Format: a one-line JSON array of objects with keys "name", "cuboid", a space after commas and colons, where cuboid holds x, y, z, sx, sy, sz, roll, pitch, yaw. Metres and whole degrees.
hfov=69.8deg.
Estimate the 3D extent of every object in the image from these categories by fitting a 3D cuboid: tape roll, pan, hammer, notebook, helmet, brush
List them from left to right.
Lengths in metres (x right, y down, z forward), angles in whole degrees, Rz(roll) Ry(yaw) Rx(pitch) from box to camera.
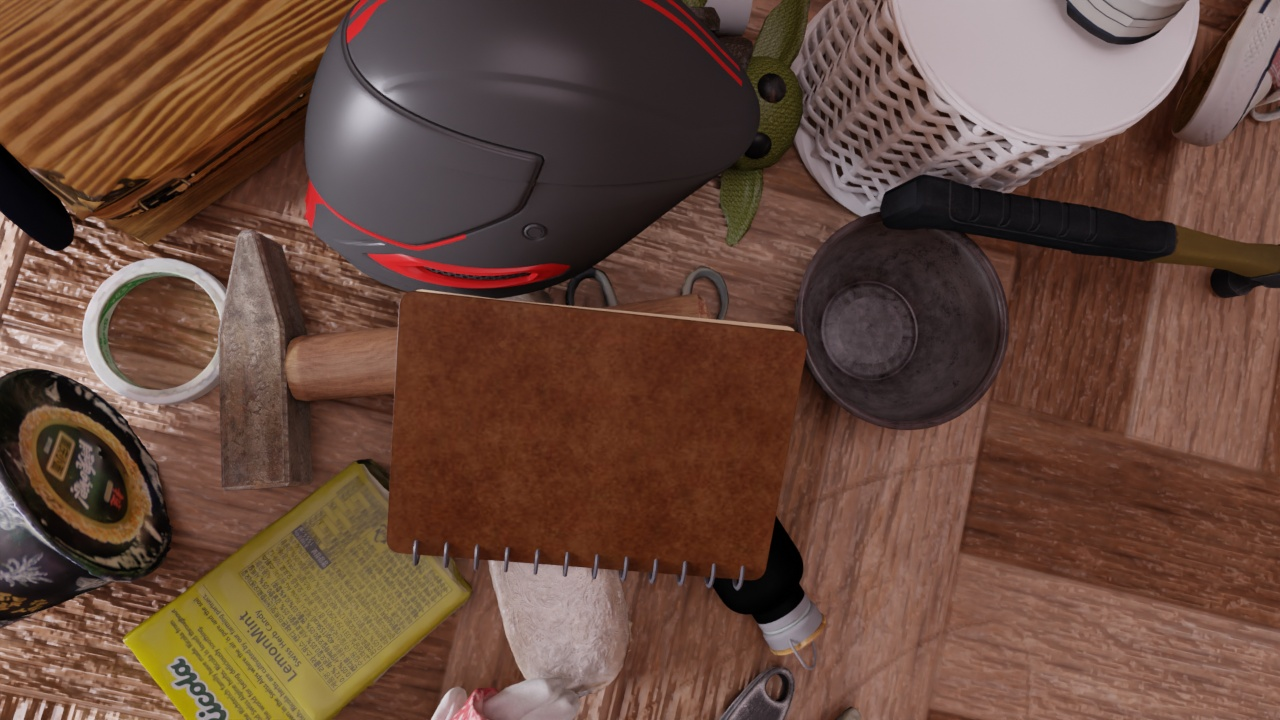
[{"name": "pan", "cuboid": [-0.406, -0.195, 0.447, 0.021, 0.357, 0.199, -40, 51, -15]}, {"name": "tape roll", "cuboid": [-0.309, -0.018, 0.596, 0.094, 0.018, 0.093, 1, 84, -7]}, {"name": "hammer", "cuboid": [-0.106, -0.011, 0.558, 0.301, 0.037, 0.158, -5, 84, 4]}, {"name": "helmet", "cuboid": [-0.066, -0.140, 0.502, 0.264, 0.170, 0.164, -1, 54, -3]}, {"name": "brush", "cuboid": [-0.065, 0.082, 0.597, 0.083, 0.057, 0.271, -13, 85, -3]}, {"name": "notebook", "cuboid": [-0.028, 0.051, 0.533, 0.225, 0.024, 0.167, 6, 107, -6]}, {"name": "pan", "cuboid": [-0.011, 0.345, 0.586, 0.187, 0.055, 0.356, 40, 69, -2]}, {"name": "hammer", "cuboid": [0.316, -0.081, 0.600, 0.332, 0.118, 0.025, 6, 82, -17]}]

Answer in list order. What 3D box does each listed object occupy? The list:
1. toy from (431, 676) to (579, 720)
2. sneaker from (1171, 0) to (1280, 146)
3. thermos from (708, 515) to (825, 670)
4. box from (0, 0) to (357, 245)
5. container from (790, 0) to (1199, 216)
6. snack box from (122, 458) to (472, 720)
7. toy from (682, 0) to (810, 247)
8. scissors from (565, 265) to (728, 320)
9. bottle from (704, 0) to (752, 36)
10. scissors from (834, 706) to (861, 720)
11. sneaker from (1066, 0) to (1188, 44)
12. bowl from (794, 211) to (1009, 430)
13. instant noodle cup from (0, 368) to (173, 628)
[{"name": "toy", "cuboid": [-0.115, 0.260, 0.541, 0.159, 0.084, 0.194, 41, 95, 26]}, {"name": "sneaker", "cuboid": [0.482, -0.234, 0.672, 0.088, 0.118, 0.240, 37, 75, 15]}, {"name": "thermos", "cuboid": [0.055, 0.104, 0.605, 0.061, 0.061, 0.231, -34, 94, -9]}, {"name": "box", "cuboid": [-0.259, -0.238, 0.504, 0.279, 0.264, 0.269, -38, 92, -11]}, {"name": "container", "cuboid": [0.211, -0.198, 0.591, 0.189, 0.187, 0.189, 1, 85, -7]}, {"name": "snack box", "cuboid": [-0.208, 0.160, 0.580, 0.180, 0.045, 0.121, -40, 89, -12]}, {"name": "toy", "cuboid": [0.033, -0.176, 0.616, 0.152, 0.078, 0.179, 12, 107, -4]}, {"name": "scissors", "cuboid": [0.007, -0.001, 0.637, 0.157, 0.012, 0.168, 44, 83, -1]}, {"name": "bottle", "cuboid": [-0.022, -0.261, 0.636, 0.195, 0.052, 0.052, 3, 84, -7]}, {"name": "scissors", "cuboid": [0.094, 0.307, 0.597, 0.194, 0.015, 0.179, 26, 76, -19]}, {"name": "sneaker", "cuboid": [0.217, -0.280, 0.440, 0.088, 0.124, 0.240, -35, 90, -9]}, {"name": "bowl", "cuboid": [0.168, -0.024, 0.631, 0.145, 0.067, 0.145, 1, 85, -7]}, {"name": "instant noodle cup", "cuboid": [-0.363, 0.090, 0.529, 0.112, 0.137, 0.137, -30, 89, 1]}]
